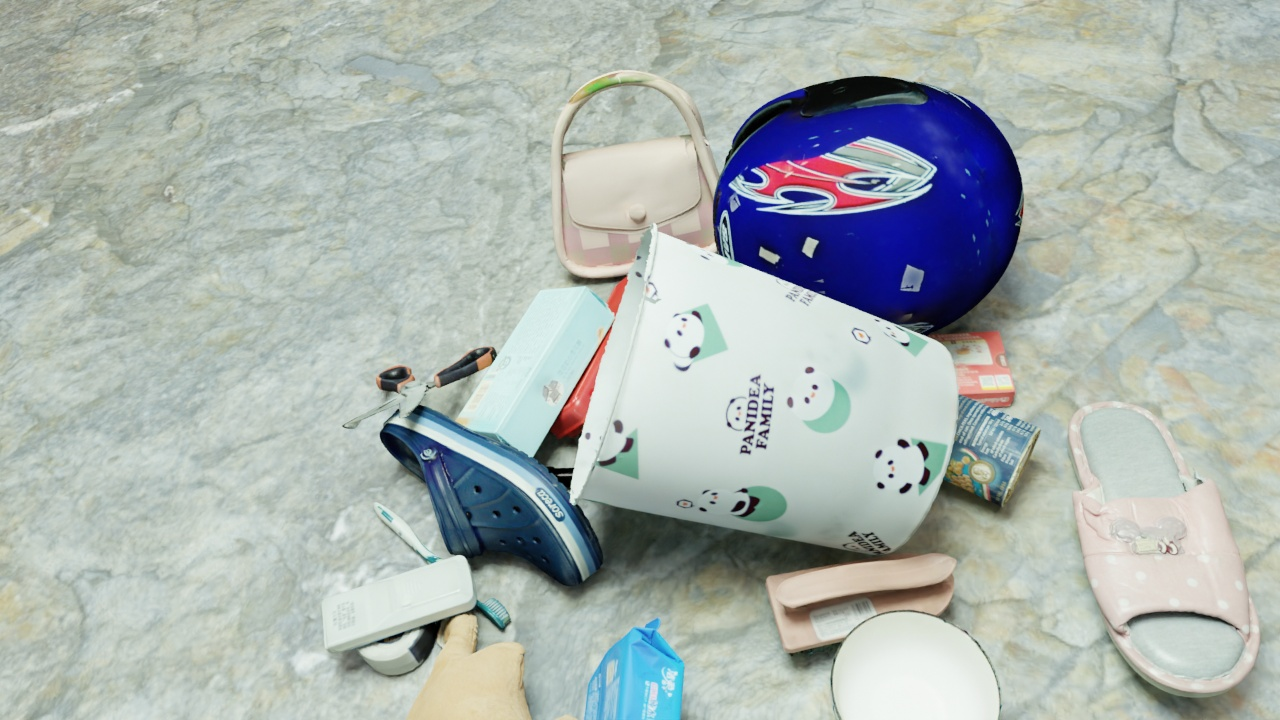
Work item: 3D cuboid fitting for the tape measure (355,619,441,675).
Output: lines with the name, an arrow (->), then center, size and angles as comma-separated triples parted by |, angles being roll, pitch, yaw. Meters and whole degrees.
tape measure -> -0.208, 0.230, 0.777 | 0.066, 0.034, 0.065 | 2, 48, 13

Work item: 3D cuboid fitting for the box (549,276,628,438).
box -> -0.003, 0.006, 0.919 | 0.101, 0.096, 0.200 | 36, 56, -15

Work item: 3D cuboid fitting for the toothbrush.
toothbrush -> -0.182, 0.179, 0.826 | 0.192, 0.016, 0.018 | 33, 52, 30

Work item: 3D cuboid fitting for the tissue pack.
tissue pack -> -0.006, 0.273, 0.667 | 0.052, 0.095, 0.156 | 18, 50, -15

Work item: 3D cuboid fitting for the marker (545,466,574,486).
marker -> -0.050, 0.109, 0.860 | 0.132, 0.020, 0.022 | -2, 29, 10

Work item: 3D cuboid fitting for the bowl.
bowl -> 0.197, 0.249, 0.668 | 0.116, 0.066, 0.116 | -5, 52, 7

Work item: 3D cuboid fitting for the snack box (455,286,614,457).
snack box -> -0.099, 0.010, 0.871 | 0.074, 0.051, 0.174 | 2, 55, 48

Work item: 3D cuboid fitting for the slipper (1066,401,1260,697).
slipper -> 0.403, 0.129, 0.722 | 0.114, 0.054, 0.273 | -1, 44, 13

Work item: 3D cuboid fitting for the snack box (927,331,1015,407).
snack box -> 0.272, 0.011, 0.881 | 0.153, 0.025, 0.075 | -3, 49, 7

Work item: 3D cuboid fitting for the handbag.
handbag -> -0.009, -0.203, 0.970 | 0.193, 0.234, 0.093 | -9, 48, 2

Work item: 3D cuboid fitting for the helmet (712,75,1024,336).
helmet -> 0.187, -0.138, 0.867 | 0.316, 0.247, 0.239 | 12, 35, 37

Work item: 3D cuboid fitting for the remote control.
remote control -> -0.200, 0.201, 0.762 | 0.125, 0.024, 0.049 | -18, 47, -7

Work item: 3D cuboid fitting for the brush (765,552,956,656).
brush -> 0.176, 0.185, 0.722 | 0.145, 0.073, 0.063 | -11, 49, -1

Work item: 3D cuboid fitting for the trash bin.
trash bin -> 0.094, 0.035, 0.736 | 0.252, 0.230, 0.229 | 16, 52, -6

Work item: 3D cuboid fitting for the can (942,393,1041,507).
can -> 0.280, 0.070, 0.798 | 0.111, 0.075, 0.075 | 26, 59, 27

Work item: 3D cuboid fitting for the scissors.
scissors -> -0.214, 0.023, 0.895 | 0.188, 0.015, 0.226 | -19, 16, -28

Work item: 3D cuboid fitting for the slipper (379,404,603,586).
slipper -> -0.148, 0.121, 0.810 | 0.253, 0.105, 0.095 | 28, 62, 28

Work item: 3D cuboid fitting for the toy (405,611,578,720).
toy -> -0.129, 0.279, 0.690 | 0.143, 0.082, 0.226 | -44, 43, -10
